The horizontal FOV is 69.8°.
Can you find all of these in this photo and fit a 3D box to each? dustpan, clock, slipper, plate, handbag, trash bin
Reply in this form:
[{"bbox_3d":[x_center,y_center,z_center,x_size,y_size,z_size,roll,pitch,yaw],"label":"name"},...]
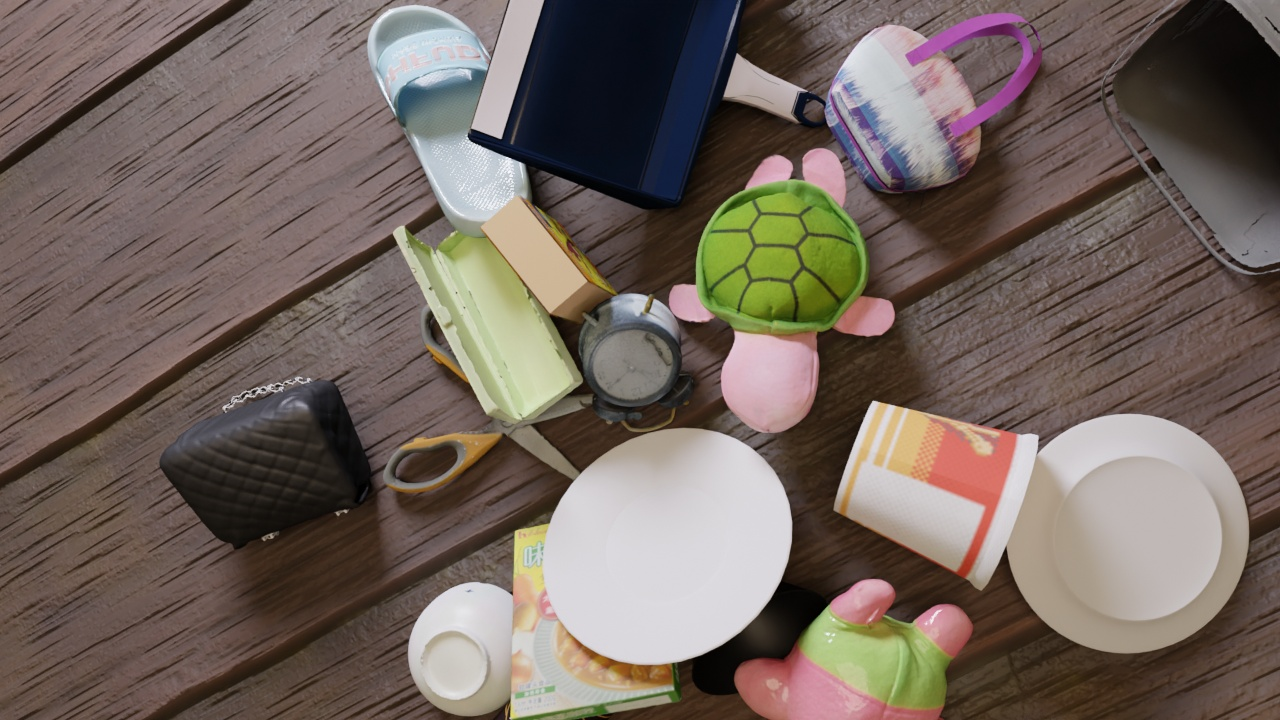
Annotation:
[{"bbox_3d":[0.027,-0.249,0.763,0.273,0.080,0.236,17,91,-24],"label":"dustpan"},{"bbox_3d":[-0.005,0.005,0.777,0.090,0.052,0.129,-14,120,3],"label":"clock"},{"bbox_3d":[-0.161,-0.218,0.790,0.104,0.074,0.245,-21,71,-11],"label":"slipper"},{"bbox_3d":[0.020,0.146,0.745,0.209,0.015,0.208,-12,49,14],"label":"plate"},{"bbox_3d":[-0.327,0.091,0.839,0.154,0.114,0.125,-20,108,6],"label":"handbag"},{"bbox_3d":[0.499,-0.209,0.640,0.220,0.197,0.197,-33,81,1],"label":"trash bin"},{"bbox_3d":[0.246,-0.219,0.747,0.170,0.068,0.144,-32,90,1],"label":"handbag"},{"bbox_3d":[0.383,0.137,0.714,0.188,0.016,0.188,0,91,1],"label":"plate"}]

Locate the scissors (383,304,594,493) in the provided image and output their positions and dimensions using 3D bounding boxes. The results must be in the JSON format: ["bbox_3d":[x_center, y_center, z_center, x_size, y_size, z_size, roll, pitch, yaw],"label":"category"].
[{"bbox_3d":[-0.139,0.039,0.828,0.225,0.016,0.225,-18,85,7],"label":"scissors"}]

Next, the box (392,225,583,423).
[{"bbox_3d":[-0.123,-0.043,0.784,0.083,0.091,0.188,-31,76,1],"label":"box"}]

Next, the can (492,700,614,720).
[{"bbox_3d":[-0.067,0.294,0.778,0.072,0.072,0.128,42,95,9],"label":"can"}]

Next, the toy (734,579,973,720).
[{"bbox_3d":[0.164,0.285,0.722,0.192,0.097,0.236,22,92,-8],"label":"toy"}]

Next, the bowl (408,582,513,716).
[{"bbox_3d":[-0.152,0.256,0.800,0.113,0.063,0.113,0,88,9],"label":"bowl"}]

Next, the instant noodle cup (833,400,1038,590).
[{"bbox_3d":[0.225,0.095,0.714,0.121,0.123,0.123,20,92,18],"label":"instant noodle cup"}]

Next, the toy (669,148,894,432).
[{"bbox_3d":[0.112,-0.059,0.751,0.190,0.087,0.238,8,83,15],"label":"toy"}]

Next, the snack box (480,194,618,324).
[{"bbox_3d":[-0.071,-0.079,0.764,0.040,0.125,0.088,-40,82,6],"label":"snack box"}]

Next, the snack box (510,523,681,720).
[{"bbox_3d":[-0.040,0.204,0.753,0.132,0.027,0.167,-14,48,9],"label":"snack box"}]

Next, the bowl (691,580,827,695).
[{"bbox_3d":[0.087,0.212,0.751,0.124,0.124,0.052,-41,44,6],"label":"bowl"}]
